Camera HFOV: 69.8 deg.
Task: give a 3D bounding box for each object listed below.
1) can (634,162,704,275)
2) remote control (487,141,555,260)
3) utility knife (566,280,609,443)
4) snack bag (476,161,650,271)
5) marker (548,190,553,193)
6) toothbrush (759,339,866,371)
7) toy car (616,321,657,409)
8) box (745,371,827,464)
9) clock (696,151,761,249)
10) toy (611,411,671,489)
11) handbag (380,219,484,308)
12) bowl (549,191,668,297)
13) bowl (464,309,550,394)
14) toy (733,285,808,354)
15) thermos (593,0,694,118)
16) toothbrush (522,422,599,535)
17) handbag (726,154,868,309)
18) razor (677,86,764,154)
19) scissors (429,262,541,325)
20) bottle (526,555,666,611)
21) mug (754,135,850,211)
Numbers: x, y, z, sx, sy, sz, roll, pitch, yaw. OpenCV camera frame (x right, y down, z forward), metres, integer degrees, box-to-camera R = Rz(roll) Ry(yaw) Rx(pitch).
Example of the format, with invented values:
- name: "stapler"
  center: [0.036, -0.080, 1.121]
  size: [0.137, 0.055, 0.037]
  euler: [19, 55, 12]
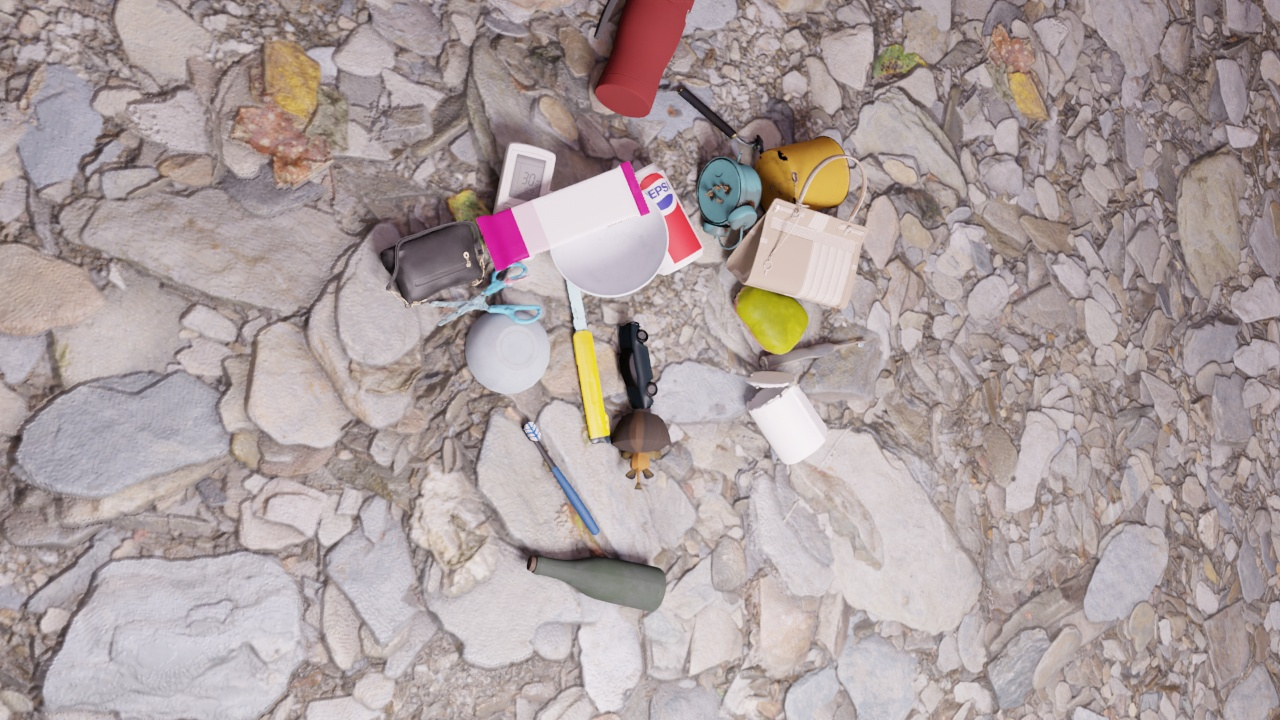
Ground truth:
- name: "can"
  center: [0.024, -0.182, 1.183]
  size: [0.070, 0.070, 0.132]
  euler: [-33, 100, -24]
- name: "remote control"
  center: [-0.145, -0.192, 1.112]
  size: [0.060, 0.025, 0.138]
  euler: [10, 97, -22]
- name: "utility knife"
  center: [-0.067, -0.004, 1.155]
  size: [0.030, 0.019, 0.224]
  euler: [-11, 95, -32]
- name: "snack bag"
  center: [-0.091, -0.172, 1.093]
  size: [0.196, 0.016, 0.070]
  euler: [-22, 88, -5]
- name: "marker"
  center: [-0.102, -0.199, 1.154]
  size: [0.141, 0.020, 0.020]
  euler: [18, 78, -23]
- name: "toothbrush"
  center: [0.250, -0.014, 1.305]
  size: [0.185, 0.022, 0.024]
  euler: [-13, 122, -27]
- name: "toy car"
  center: [-0.007, 0.007, 1.167]
  size: [0.034, 0.046, 0.112]
  euler: [-11, 92, -28]
- name: "box"
  center: [0.194, 0.065, 1.238]
  size: [0.143, 0.089, 0.080]
  euler: [53, 30, -10]
- name: "clock"
  center: [0.119, -0.210, 1.222]
  size: [0.053, 0.090, 0.124]
  euler: [-4, 87, -35]
- name: "toy"
  center: [0.000, 0.114, 1.154]
  size: [0.076, 0.062, 0.100]
  euler: [-2, 69, 10]
- name: "handbag"
  center: [-0.238, -0.112, 1.064]
  size: [0.128, 0.054, 0.079]
  euler: [-26, 101, -27]
- name: "bowl"
  center: [-0.039, -0.141, 1.137]
  size: [0.144, 0.074, 0.144]
  euler: [0, 81, -2]
- name: "bowl"
  center: [-0.154, -0.014, 1.102]
  size: [0.106, 0.039, 0.106]
  euler: [2, 85, -25]
- name: "toy"
  center: [0.177, -0.063, 1.257]
  size: [0.110, 0.051, 0.089]
  euler: [41, 68, -14]
- name: "thermos"
  center: [-0.001, -0.426, 1.184]
  size: [0.108, 0.084, 0.198]
  euler: [24, 78, -23]
- name: "toothbrush"
  center: [-0.097, 0.147, 1.131]
  size: [0.014, 0.014, 0.168]
  euler: [-39, 102, -34]
- name: "handbag"
  center: [0.236, -0.181, 1.229]
  size: [0.175, 0.062, 0.198]
  euler: [11, 115, -30]
- name: "razor"
  center: [0.111, -0.329, 1.265]
  size: [0.144, 0.022, 0.042]
  euler: [31, 31, -15]
- name: "scissors"
  center: [-0.176, -0.062, 1.088]
  size: [0.140, 0.015, 0.111]
  euler: [-37, 67, -21]
- name: "bottle"
  center: [-0.056, 0.264, 1.119]
  size: [0.174, 0.055, 0.055]
  euler: [17, 79, -22]
- name: "mug"
  center: [0.220, -0.240, 1.271]
  size: [0.094, 0.100, 0.124]
  euler: [-17, 122, -24]
